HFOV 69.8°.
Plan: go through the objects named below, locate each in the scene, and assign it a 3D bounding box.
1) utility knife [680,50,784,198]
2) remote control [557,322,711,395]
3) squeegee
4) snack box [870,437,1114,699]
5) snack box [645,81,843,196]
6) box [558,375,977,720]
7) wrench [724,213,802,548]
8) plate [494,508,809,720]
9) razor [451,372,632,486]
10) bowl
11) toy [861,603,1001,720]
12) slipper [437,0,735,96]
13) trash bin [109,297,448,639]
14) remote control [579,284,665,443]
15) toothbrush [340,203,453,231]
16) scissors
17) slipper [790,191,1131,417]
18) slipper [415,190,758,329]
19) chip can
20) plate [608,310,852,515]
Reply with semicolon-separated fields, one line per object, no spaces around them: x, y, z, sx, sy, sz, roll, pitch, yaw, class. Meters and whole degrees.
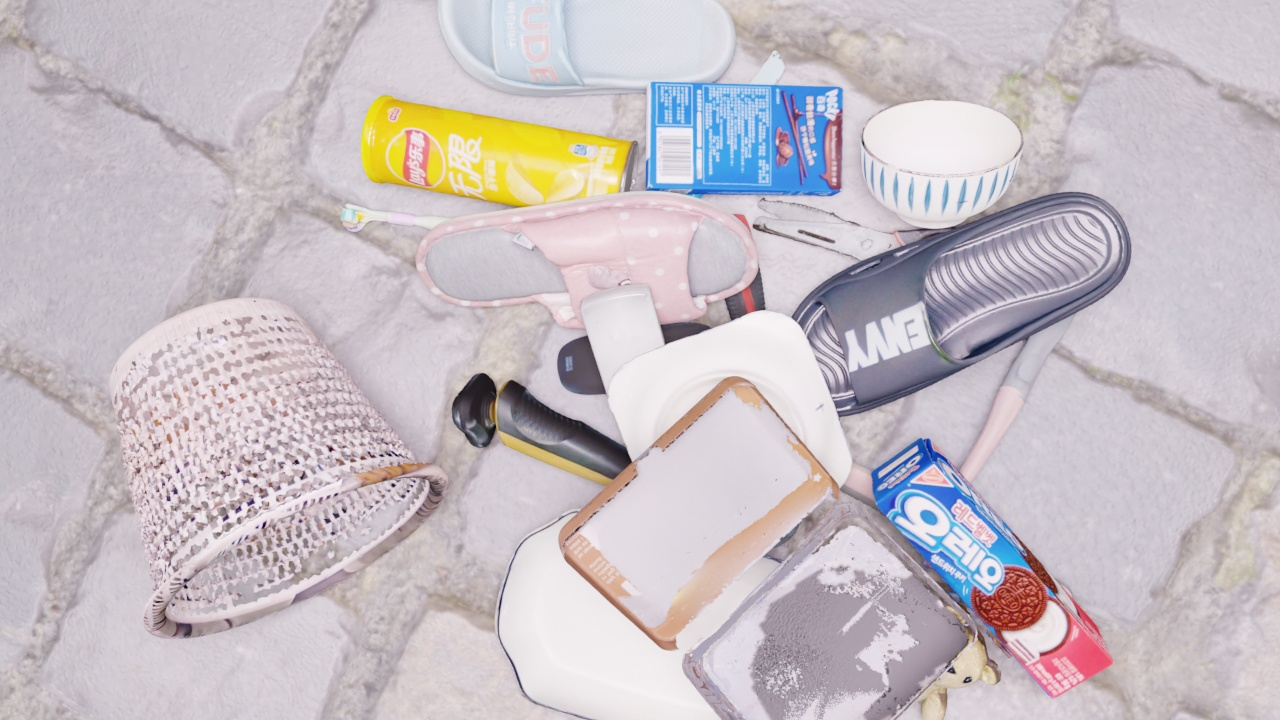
0.052;-0.163;0.754;0.034;0.018;0.216;36;91;5;utility knife
-0.002;-0.001;0.752;0.136;0.024;0.053;-8;87;5;remote control
0.285;0.034;0.719;0.248;0.040;0.249;29;91;6;squeegee
0.261;0.155;0.692;0.058;0.057;0.207;-41;93;20;snack box
0.082;-0.176;0.732;0.157;0.026;0.084;0;90;-6;snack box
0.092;0.161;0.652;0.179;0.125;0.274;-44;89;0;box
0.094;0.015;0.744;0.056;0.016;0.273;-8;88;17;wrench
0.017;0.215;0.736;0.266;0.034;0.162;12;85;7;plate
-0.073;0.066;0.748;0.167;0.062;0.068;25;121;0;razor
0.226;-0.144;0.703;0.116;0.116;0.066;-3;132;5;bowl
0.194;0.247;0.710;0.157;0.066;0.105;-33;80;20;toy
-0.046;-0.267;0.736;0.245;0.074;0.104;7;90;4;slipper
-0.290;0.069;0.696;0.227;0.227;0.192;-35;74;3;trash bin
-0.004;0.004;0.721;0.056;0.019;0.135;-13;120;6;remote control
-0.158;-0.111;0.771;0.189;0.029;0.020;7;49;4;toothbrush
0.193;-0.074;0.732;0.206;0.015;0.196;-19;85;12;scissors
0.223;-0.045;0.672;0.268;0.083;0.110;-26;84;15;slipper
-0.046;-0.072;0.718;0.274;0.114;0.054;0;45;8;slipper
-0.112;-0.160;0.741;0.213;0.072;0.072;12;90;5;chip can
0.068;0.057;0.699;0.164;0.034;0.164;-22;103;12;plate
